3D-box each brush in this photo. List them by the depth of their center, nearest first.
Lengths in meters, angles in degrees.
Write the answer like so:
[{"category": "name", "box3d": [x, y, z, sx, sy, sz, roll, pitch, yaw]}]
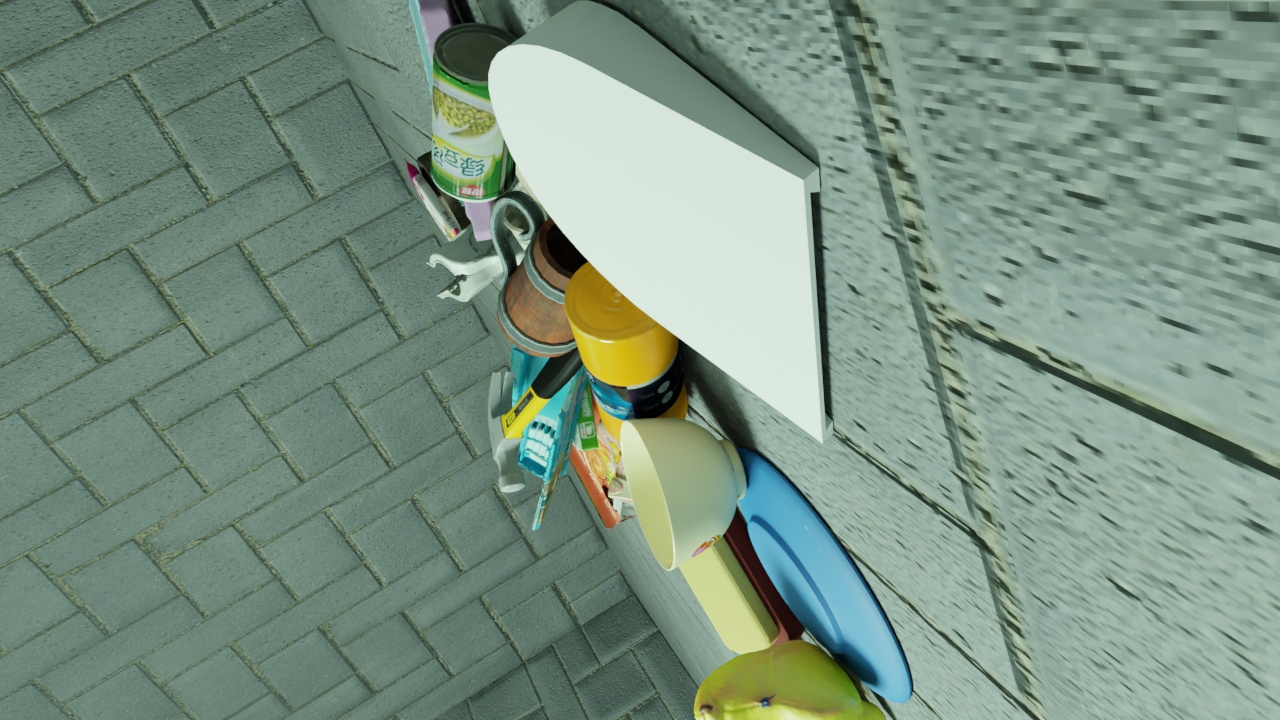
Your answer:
[{"category": "brush", "box3d": [0.084, 0.213, 0.884, 0.082, 0.041, 0.173, -31, 90, 50]}]

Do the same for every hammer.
[{"category": "hammer", "box3d": [-0.098, 0.028, 0.935, 0.325, 0.029, 0.127, -45, 55, 55]}]

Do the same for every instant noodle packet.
[{"category": "instant noodle packet", "box3d": [-0.043, 0.106, 1.268, 0.164, 0.083, 0.221, 59, 159, 30]}]

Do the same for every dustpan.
[{"category": "dustpan", "box3d": [0.016, -0.094, 0.507, 0.258, 0.053, 0.192, 38, 159, 34]}]

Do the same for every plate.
[{"category": "plate", "box3d": [0.126, 0.170, 0.710, 0.224, 0.024, 0.225, 56, 169, 16]}]

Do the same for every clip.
[{"category": "clip", "box3d": [-0.157, -0.127, 0.979, 0.105, 0.126, 0.152, 52, 150, -14]}]

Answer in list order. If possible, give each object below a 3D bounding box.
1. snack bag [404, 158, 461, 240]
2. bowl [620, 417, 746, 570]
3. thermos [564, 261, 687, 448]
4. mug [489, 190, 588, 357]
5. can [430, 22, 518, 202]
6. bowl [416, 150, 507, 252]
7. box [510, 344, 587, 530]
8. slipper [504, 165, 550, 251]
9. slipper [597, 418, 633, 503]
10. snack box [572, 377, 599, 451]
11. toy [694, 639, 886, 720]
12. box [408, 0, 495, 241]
[{"category": "snack bag", "box3d": [-0.241, -0.174, 1.105, 0.196, 0.016, 0.070, 50, 168, 42]}, {"category": "bowl", "box3d": [0.038, 0.093, 0.705, 0.118, 0.074, 0.118, 165, 90, -77]}, {"category": "thermos", "box3d": [-0.004, 0.004, 0.738, 0.233, 0.076, 0.091, 76, -175, -60]}, {"category": "mug", "box3d": [-0.079, -0.074, 0.749, 0.117, 0.081, 0.111, 42, 145, 3]}, {"category": "can", "box3d": [-0.124, -0.183, 0.693, 0.067, 0.067, 0.121, 55, 152, 24]}, {"category": "bowl", "box3d": [-0.204, -0.192, 1.132, 0.162, 0.070, 0.162, 56, 169, 16]}, {"category": "box", "box3d": [-0.099, 0.058, 1.050, 0.168, 0.086, 0.228, 55, 141, 44]}, {"category": "slipper", "box3d": [-0.092, -0.134, 0.826, 0.114, 0.054, 0.273, 38, 156, 51]}, {"category": "slipper", "box3d": [0.001, 0.143, 1.081, 0.197, 0.081, 0.093, 56, 169, 9]}, {"category": "snack box", "box3d": [-0.087, 0.024, 1.157, 0.132, 0.027, 0.168, -173, 74, -77]}, {"category": "toy", "box3d": [0.129, 0.276, 0.753, 0.194, 0.135, 0.087, 46, -140, -60]}, {"category": "box", "box3d": [-0.169, -0.228, 0.836, 0.151, 0.040, 0.214, -130, 27, -57]}]
